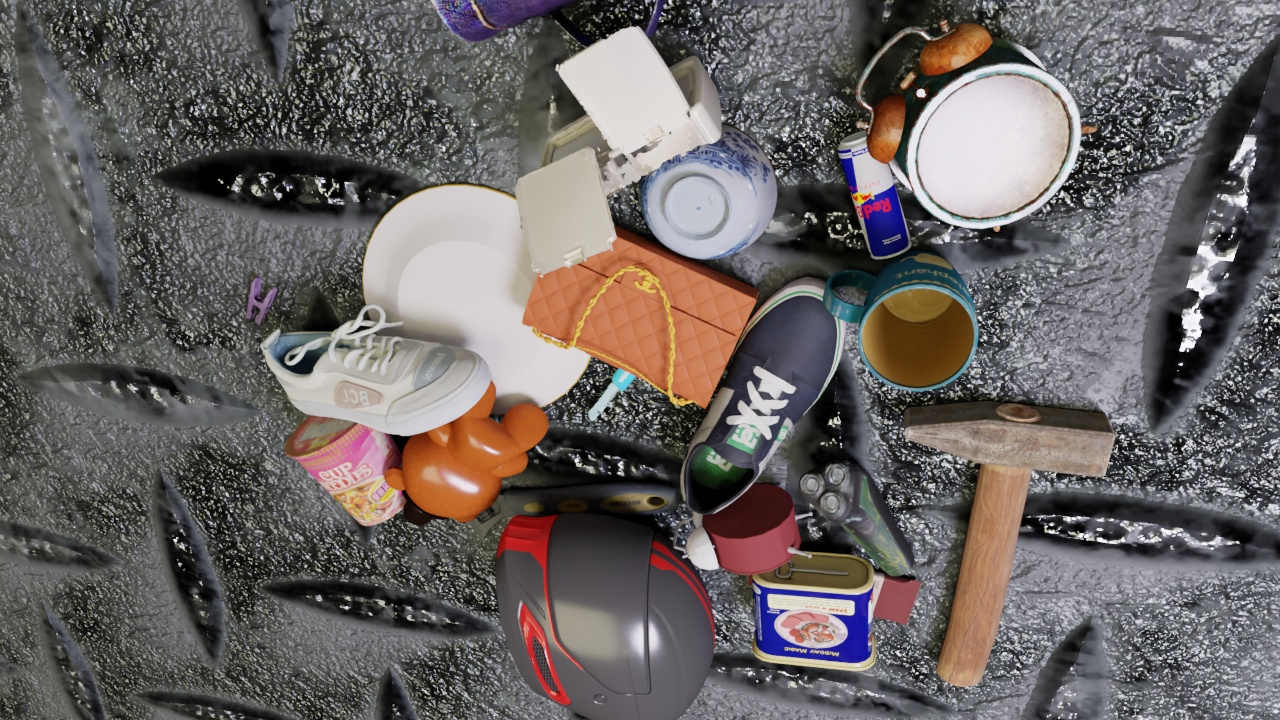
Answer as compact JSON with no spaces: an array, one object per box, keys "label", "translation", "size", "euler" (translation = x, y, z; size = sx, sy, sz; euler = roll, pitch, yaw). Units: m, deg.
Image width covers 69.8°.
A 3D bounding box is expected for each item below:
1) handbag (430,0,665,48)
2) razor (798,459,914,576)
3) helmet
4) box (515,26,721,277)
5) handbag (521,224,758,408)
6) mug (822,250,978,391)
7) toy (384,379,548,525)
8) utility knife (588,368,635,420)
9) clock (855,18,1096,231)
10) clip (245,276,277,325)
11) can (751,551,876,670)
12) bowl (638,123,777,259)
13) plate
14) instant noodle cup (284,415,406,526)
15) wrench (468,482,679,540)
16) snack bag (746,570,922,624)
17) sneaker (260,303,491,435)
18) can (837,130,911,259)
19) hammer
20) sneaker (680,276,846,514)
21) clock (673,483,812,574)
[{"label":"handbag","translation":[-0.044,-0.315,0.606],"size":[0.205,0.125,0.222],"euler":[-12,111,20]},{"label":"razor","translation":[0.198,0.146,0.819],"size":[0.054,0.067,0.151],"euler":[-26,116,29]},{"label":"helmet","translation":[-0.016,0.248,0.872],"size":[0.170,0.163,0.265],"euler":[-11,118,13]},{"label":"box","translation":[-0.029,-0.161,0.630],"size":[0.144,0.192,0.106],"euler":[-25,126,20]},{"label":"handbag","translation":[-0.004,-0.040,0.762],"size":[0.172,0.060,0.109],"euler":[25,108,4]},{"label":"mug","translation":[0.195,-0.042,0.696],"size":[0.112,0.104,0.085],"euler":[16,120,10]},{"label":"toy","translation":[-0.172,0.095,0.873],"size":[0.112,0.096,0.176],"euler":[34,105,-21]},{"label":"utility knife","translation":[-0.005,0.005,0.827],"size":[0.022,0.015,0.152],"euler":[35,121,-2]},{"label":"clock","translation":[0.221,-0.168,0.637],"size":[0.157,0.073,0.121],"euler":[31,118,-16]},{"label":"clip","translation":[-0.372,-0.057,0.899],"size":[0.035,0.013,0.052],"euler":[29,123,1]},{"label":"can","translation":[0.162,0.232,0.861],"size":[0.116,0.056,0.092],"euler":[1,117,15]},{"label":"bowl","translation":[0.049,-0.127,0.725],"size":[0.114,0.045,0.114],"euler":[7,118,12]},{"label":"plate","translation":[-0.152,-0.047,0.837],"size":[0.230,0.021,0.230],"euler":[7,118,12]},{"label":"instant noodle cup","translation":[-0.281,0.103,0.916],"size":[0.098,0.097,0.109],"euler":[-15,119,22]},{"label":"wrench","translation":[-0.093,0.141,0.920],"size":[0.274,0.022,0.073],"euler":[-6,108,19]},{"label":"snack bag","translation":[0.185,0.215,0.886],"size":[0.158,0.013,0.057],"euler":[12,118,9]},{"label":"sneaker","translation":[-0.249,0.005,0.826],"size":[0.243,0.089,0.091],"euler":[1,139,31]},{"label":"can","translation":[0.178,-0.126,0.698],"size":[0.032,0.032,0.095],"euler":[-15,112,22]},{"label":"hammer","translation":[0.301,0.174,0.819],"size":[0.158,0.037,0.301],"euler":[6,118,12]},{"label":"sneaker","translation":[0.101,0.040,0.779],"size":[0.084,0.078,0.236],"euler":[28,120,1]},{"label":"clock","translation":[0.092,0.154,0.839],"size":[0.125,0.087,0.044],"euler":[-9,115,16]}]
